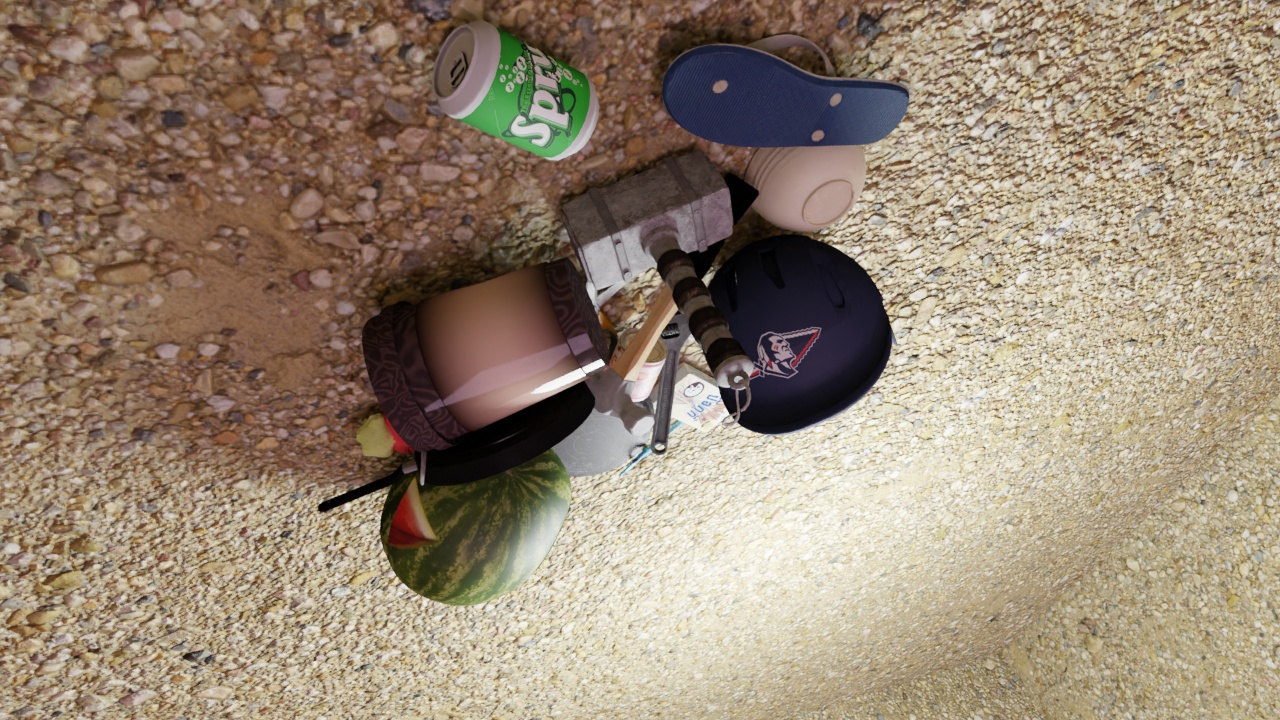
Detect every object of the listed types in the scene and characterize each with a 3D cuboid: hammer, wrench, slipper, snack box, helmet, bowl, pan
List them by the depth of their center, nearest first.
[{"bbox_3d":[0.050,-0.073,0.946,0.177,0.326,0.079,-23,143,-4],"label":"hammer"},{"bbox_3d":[0.151,-0.283,0.976,0.294,0.060,0.118,0,140,-23],"label":"slipper"},{"bbox_3d":[0.206,-0.207,1.086,0.150,0.075,0.151,-16,143,-13],"label":"bowl"},{"bbox_3d":[-0.224,0.101,1.094,0.356,0.225,0.034,-22,108,0],"label":"pan"},{"bbox_3d":[0.036,-0.073,1.107,0.039,0.131,0.329,11,116,-53],"label":"hammer"},{"bbox_3d":[0.184,-0.033,1.124,0.233,0.271,0.223,-26,138,20],"label":"helmet"},{"bbox_3d":[-0.220,0.203,1.210,0.242,0.213,0.248,-5,148,-47],"label":"helmet"},{"bbox_3d":[0.039,0.023,1.258,0.073,0.018,0.274,7,124,1],"label":"wrench"},{"bbox_3d":[-0.128,0.151,1.345,0.207,0.040,0.358,28,121,-38],"label":"pan"},{"bbox_3d":[0.083,0.058,1.375,0.082,0.026,0.150,-41,141,19],"label":"snack box"}]

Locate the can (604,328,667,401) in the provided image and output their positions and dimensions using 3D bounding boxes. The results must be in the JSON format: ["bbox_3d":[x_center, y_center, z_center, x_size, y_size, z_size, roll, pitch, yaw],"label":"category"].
[{"bbox_3d":[-0.007,0.007,1.207,0.067,0.067,0.076,-2,136,-28],"label":"can"}]

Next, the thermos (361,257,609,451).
[{"bbox_3d":[-0.162,-0.013,1.008,0.226,0.172,0.173,-21,144,6],"label":"thermos"}]

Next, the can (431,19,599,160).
[{"bbox_3d":[-0.113,-0.245,0.843,0.139,0.087,0.088,15,127,-41],"label":"can"}]

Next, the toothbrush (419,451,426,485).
[{"bbox_3d":[-0.253,0.082,1.068,0.010,0.181,0.010,-32,126,15],"label":"toothbrush"}]

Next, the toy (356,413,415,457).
[{"bbox_3d":[-0.295,0.085,1.173,0.135,0.045,0.092,-18,145,-20],"label":"toy"}]

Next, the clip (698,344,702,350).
[{"bbox_3d":[0.161,0.003,1.345,0.164,0.032,0.166,-20,136,-10],"label":"clip"}]

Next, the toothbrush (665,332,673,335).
[{"bbox_3d":[0.096,-0.043,1.270,0.154,0.015,0.022,-6,107,-24],"label":"toothbrush"}]

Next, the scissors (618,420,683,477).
[{"bbox_3d":[0.015,0.134,1.398,0.134,0.011,0.140,-41,174,7],"label":"scissors"}]

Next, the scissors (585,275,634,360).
[{"bbox_3d":[-0.079,-0.046,1.138,0.229,0.016,0.226,-27,148,-20],"label":"scissors"}]
